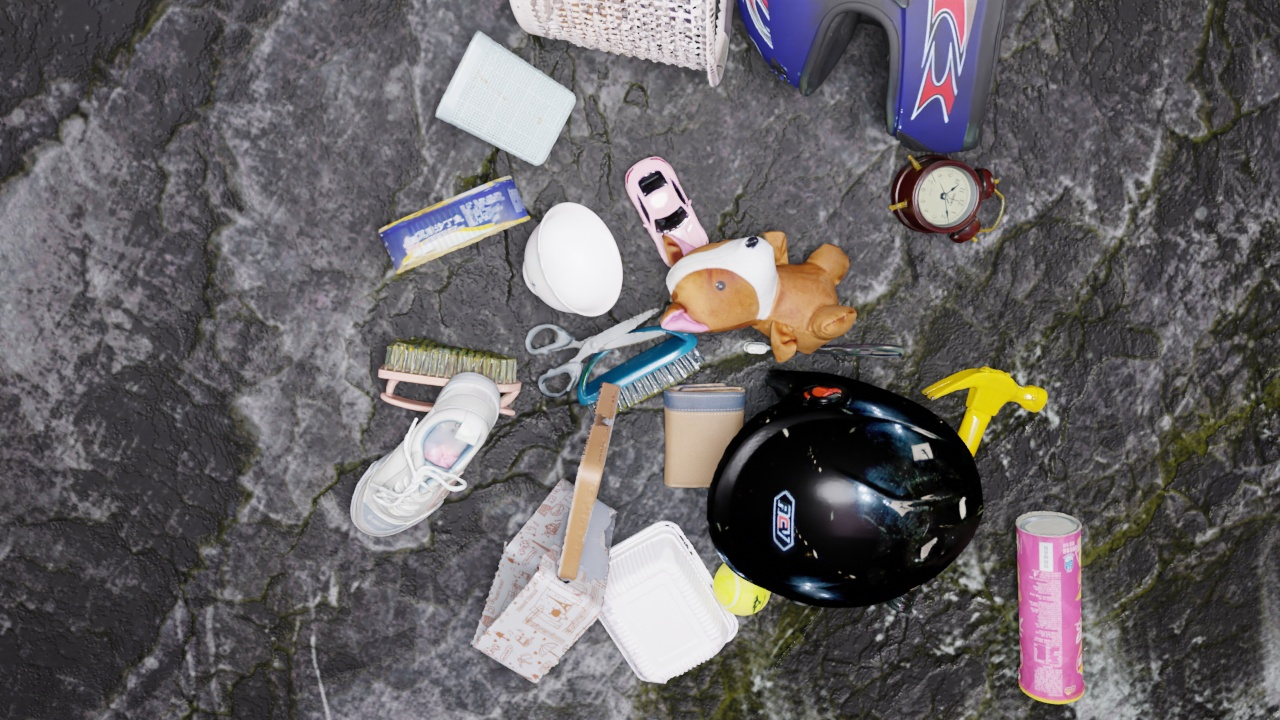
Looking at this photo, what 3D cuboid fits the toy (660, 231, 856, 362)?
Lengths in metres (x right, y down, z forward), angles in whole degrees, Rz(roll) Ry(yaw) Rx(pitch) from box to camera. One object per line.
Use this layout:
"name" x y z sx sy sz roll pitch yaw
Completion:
"toy" 0.116 -0.072 0.925 0.199 0.139 0.131 9 140 -7

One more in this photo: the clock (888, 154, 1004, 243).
"clock" 0.323 -0.170 0.962 0.122 0.055 0.082 16 101 -8

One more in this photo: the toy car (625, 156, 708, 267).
"toy car" 0.028 -0.153 0.959 0.056 0.037 0.122 -28 104 4

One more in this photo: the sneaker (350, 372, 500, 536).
"sneaker" -0.226 0.122 0.950 0.089 0.090 0.243 31 118 -21

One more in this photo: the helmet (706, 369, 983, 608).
"helmet" 0.204 0.136 0.936 0.274 0.230 0.233 -8 106 -41

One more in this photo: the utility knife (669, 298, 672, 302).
"utility knife" 0.105 -0.082 0.991 0.151 0.013 0.029 -6 106 -4

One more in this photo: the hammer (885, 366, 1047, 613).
"hammer" 0.347 0.149 1.046 0.128 0.033 0.301 17 101 -6

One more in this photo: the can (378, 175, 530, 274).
"can" -0.189 -0.137 0.930 0.148 0.074 0.049 -22 100 2

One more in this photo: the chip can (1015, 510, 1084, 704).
"chip can" 0.475 0.285 1.064 0.071 0.071 0.210 -7 102 -2

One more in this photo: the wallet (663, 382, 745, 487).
"wallet" 0.070 0.084 1.017 0.090 0.033 0.115 -1 104 0

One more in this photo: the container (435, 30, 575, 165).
"container" -0.129 -0.251 0.902 0.111 0.090 0.090 28 100 -12

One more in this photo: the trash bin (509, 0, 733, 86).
"trash bin" -0.014 -0.371 0.831 0.192 0.227 0.227 5 102 8

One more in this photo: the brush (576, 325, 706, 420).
"brush" -0.006 0.006 0.980 0.144 0.055 0.073 -29 106 5

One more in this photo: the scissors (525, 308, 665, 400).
"scissors" -0.054 -0.020 0.948 0.156 0.014 0.169 39 117 23

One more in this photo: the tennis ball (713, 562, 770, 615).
"tennis ball" 0.115 0.255 1.039 0.065 0.065 0.065 -1 102 -3

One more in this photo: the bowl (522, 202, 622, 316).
"bowl" -0.081 -0.096 0.943 0.065 0.118 0.118 -16 107 41

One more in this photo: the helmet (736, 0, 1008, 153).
"helmet" 0.203 -0.351 0.823 0.241 0.246 0.316 6 109 17

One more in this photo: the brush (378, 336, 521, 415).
"brush" -0.199 0.020 0.971 0.145 0.063 0.073 9 98 -7

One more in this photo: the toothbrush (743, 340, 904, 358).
"toothbrush" 0.204 -0.012 1.011 0.181 0.018 0.016 1 99 -5

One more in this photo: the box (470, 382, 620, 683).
"box" -0.070 0.169 0.925 0.105 0.178 0.261 32 113 -10

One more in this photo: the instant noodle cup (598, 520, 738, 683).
"instant noodle cup" 0.022 0.286 1.045 0.138 0.060 0.173 -30 104 3
